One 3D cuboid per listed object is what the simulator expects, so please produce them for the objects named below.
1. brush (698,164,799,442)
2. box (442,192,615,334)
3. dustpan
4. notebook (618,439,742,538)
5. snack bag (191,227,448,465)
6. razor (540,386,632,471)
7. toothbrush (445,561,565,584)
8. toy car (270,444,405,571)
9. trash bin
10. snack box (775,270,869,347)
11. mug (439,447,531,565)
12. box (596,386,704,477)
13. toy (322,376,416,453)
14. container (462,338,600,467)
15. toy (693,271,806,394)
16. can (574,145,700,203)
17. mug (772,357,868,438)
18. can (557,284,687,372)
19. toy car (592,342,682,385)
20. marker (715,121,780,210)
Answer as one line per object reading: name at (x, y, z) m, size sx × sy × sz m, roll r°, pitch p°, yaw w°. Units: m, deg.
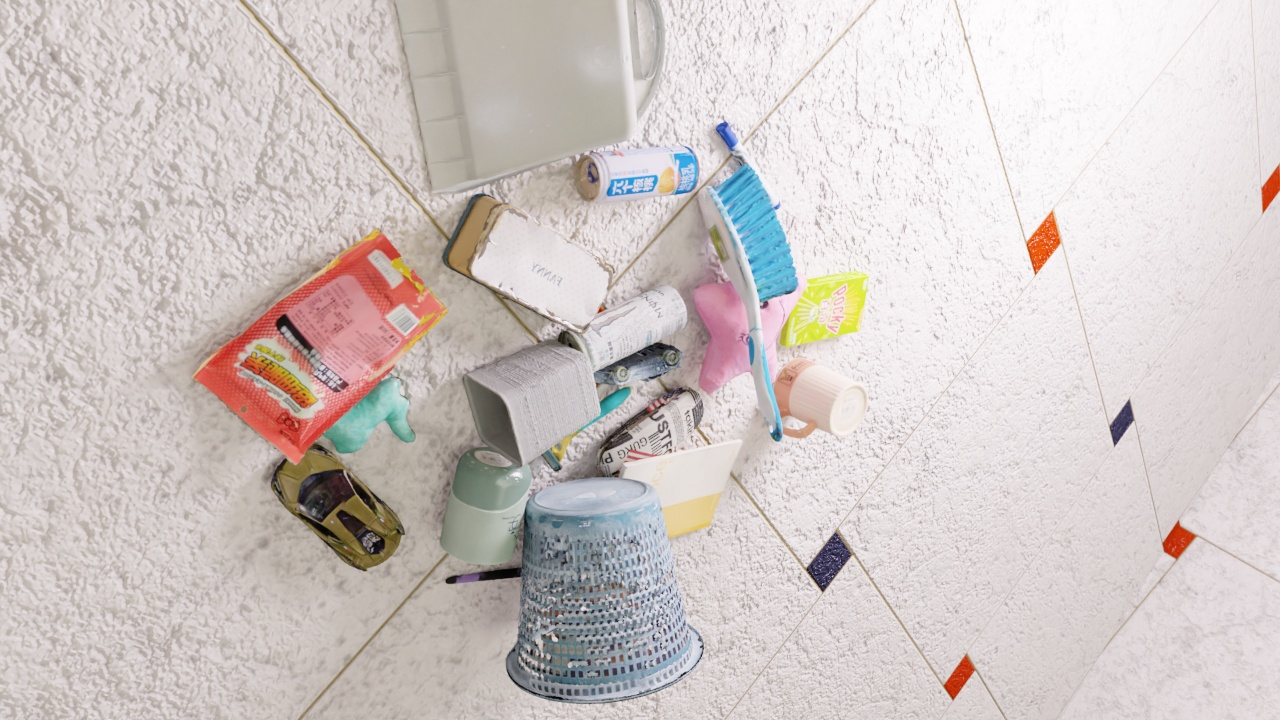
brush at (0.141, -0.068, 1.075) m, size 0.109 × 0.061 × 0.314 m, roll -22°, pitch 88°, yaw -20°
box at (-0.115, -0.099, 0.940) m, size 0.184 × 0.060 × 0.090 m, roll 30°, pitch 88°, yaw -40°
dustpan at (-0.092, -0.303, 0.904) m, size 0.257 × 0.142 × 0.223 m, roll -8°, pitch 117°, yaw -4°
notebook at (0.038, 0.176, 1.181) m, size 0.205 × 0.010 × 0.146 m, roll -6°, pitch 123°, yaw -42°
snack bag at (-0.284, -0.015, 0.839) m, size 0.207 × 0.073 × 0.128 m, roll -44°, pitch 122°, yaw -10°
razor at (-0.062, 0.073, 1.074) m, size 0.132 × 0.028 × 0.043 m, roll -40°, pitch 97°, yaw -16°
toothbrush at (-0.145, 0.254, 1.094) m, size 0.188 × 0.017 × 0.014 m, roll 3°, pitch 100°, yaw -38°
toy car at (-0.299, 0.148, 0.910) m, size 0.070 × 0.042 × 0.158 m, roll -46°, pitch 128°, yaw -15°
trash bin at (-0.047, 0.242, 1.035) m, size 0.226 × 0.227 × 0.195 m, roll -10°, pitch 99°, yaw -36°
snack box at (0.252, -0.073, 1.267) m, size 0.156 × 0.026 × 0.086 m, roll -11°, pitch 116°, yaw -36°
mug at (-0.160, 0.153, 1.002) m, size 0.111 × 0.082 × 0.106 m, roll -15°, pitch 121°, yaw -68°
box at (0.016, 0.093, 1.131) m, size 0.164 × 0.055 × 0.070 m, roll -37°, pitch 149°, yaw -22°
toy at (-0.265, 0.057, 0.903) m, size 0.091 × 0.030 × 0.096 m, roll -39°, pitch 124°, yaw -17°
container at (-0.112, 0.039, 0.982) m, size 0.114 × 0.090 × 0.090 m, roll -29°, pitch 125°, yaw -30°
toy at (0.123, -0.047, 1.140) m, size 0.178 × 0.075 × 0.194 m, roll 21°, pitch 90°, yaw -37°
can at (-0.003, -0.201, 0.989) m, size 0.134 × 0.053 × 0.053 m, roll -13°, pitch 116°, yaw -34°
mug at (0.236, 0.061, 1.257) m, size 0.114 × 0.106 × 0.082 m, roll -42°, pitch 129°, yaw -18°
can at (-0.019, -0.035, 1.043) m, size 0.146 × 0.058 × 0.058 m, roll -26°, pitch 123°, yaw -28°
toy car at (-0.006, 0.006, 1.074) m, size 0.120 × 0.054 × 0.037 m, roll -15°, pitch 115°, yaw -33°
marker at (0.133, -0.232, 1.110) m, size 0.017 × 0.017 × 0.146 m, roll -53°, pitch 132°, yaw -9°
